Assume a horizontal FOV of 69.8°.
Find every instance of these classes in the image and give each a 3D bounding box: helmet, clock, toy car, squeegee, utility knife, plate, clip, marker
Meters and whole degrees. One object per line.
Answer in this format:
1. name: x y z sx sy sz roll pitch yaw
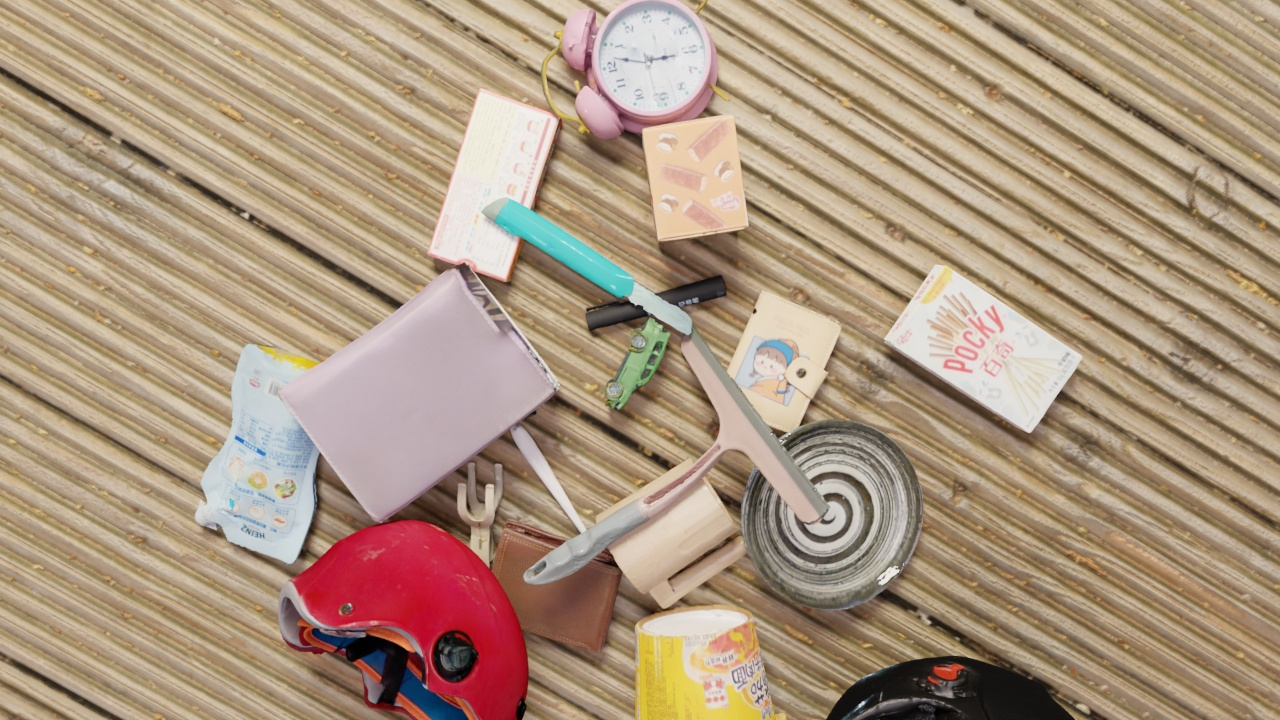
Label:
1. helmet: 0.266 0.370 0.789 0.275 0.229 0.234 16 103 6
2. helmet: -0.184 0.234 0.803 0.240 0.208 0.143 40 55 -6
3. clock: -0.008 -0.255 0.801 0.158 0.059 0.117 -12 96 4
4. toy car: -0.005 0.005 0.839 0.036 0.043 0.091 30 96 -4
5. squeegee: 0.005 0.120 0.787 0.250 0.247 0.040 -37 134 5
6. utility knife: -0.044 -0.084 0.823 0.216 0.013 0.029 32 92 -6
7. plate: 0.176 0.141 0.854 0.179 0.024 0.179 -1 93 -12
8. clip: -0.150 0.146 0.846 0.035 0.093 0.103 4 85 -1
9. marker: 0.014 -0.054 0.845 0.132 0.020 0.022 -15 80 3

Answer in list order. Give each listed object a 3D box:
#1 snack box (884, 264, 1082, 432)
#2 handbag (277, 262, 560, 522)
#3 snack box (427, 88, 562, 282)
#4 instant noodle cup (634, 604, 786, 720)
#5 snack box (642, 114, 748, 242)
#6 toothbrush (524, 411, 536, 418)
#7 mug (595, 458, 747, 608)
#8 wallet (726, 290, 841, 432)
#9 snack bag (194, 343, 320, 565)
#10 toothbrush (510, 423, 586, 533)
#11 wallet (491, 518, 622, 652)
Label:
1. snack box: 0.310 -0.010 0.831 0.157 0.027 0.085 32 96 -6
2. handbag: -0.190 0.025 0.807 0.197 0.098 0.145 -36 102 -4
3. snack box: -0.132 -0.157 0.829 0.077 0.027 0.156 19 96 -2
4. instant noodle cup: 0.054 0.288 0.833 0.138 0.138 0.109 -6 88 1
5. snack box: 0.045 -0.154 0.795 0.077 0.092 0.094 -9 96 1
6. toothbrush: -0.188 0.075 0.864 0.189 0.014 0.018 -14 106 1
7. mug: 0.034 0.164 0.846 0.103 0.084 0.125 -33 120 3
8. wallet: 0.129 0.004 0.850 0.087 0.024 0.115 24 95 3
9. snack bag: -0.344 0.088 0.855 0.110 0.039 0.191 19 98 -7
10. toothbrush: -0.072 0.136 0.868 0.016 0.016 0.180 -32 95 2
11. wallet: -0.082 0.214 0.863 0.124 0.032 0.101 17 107 5
